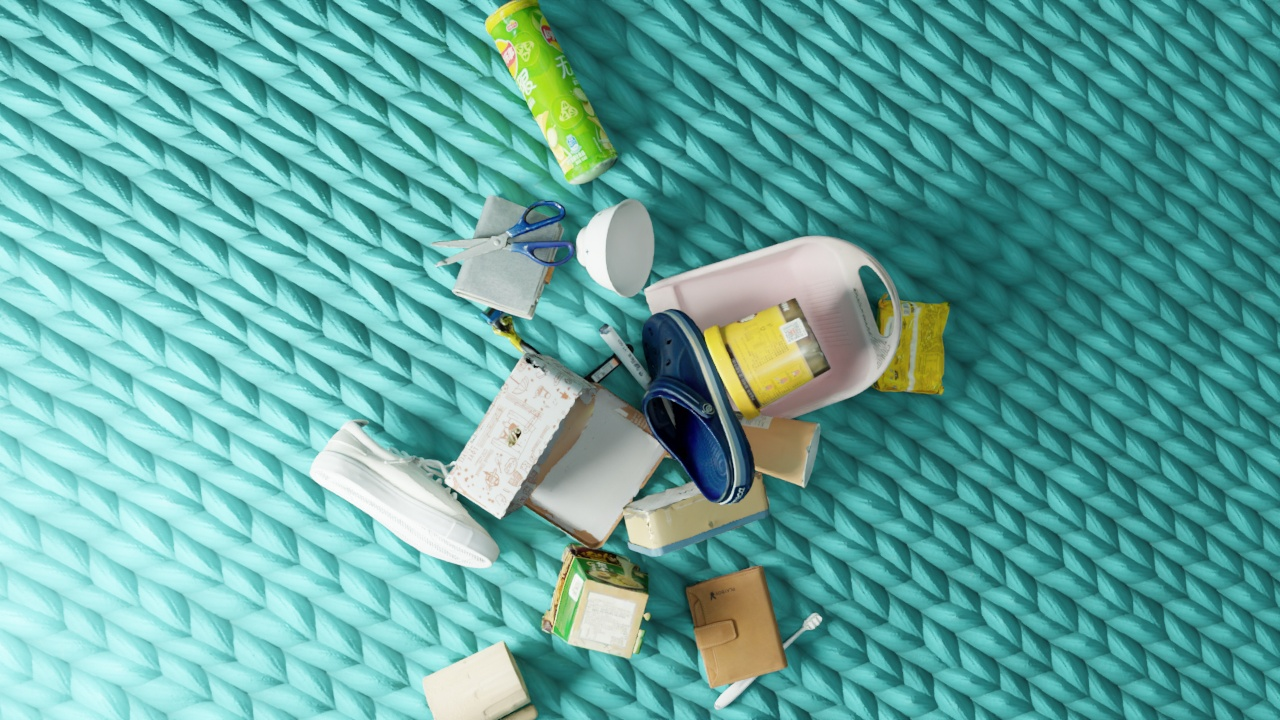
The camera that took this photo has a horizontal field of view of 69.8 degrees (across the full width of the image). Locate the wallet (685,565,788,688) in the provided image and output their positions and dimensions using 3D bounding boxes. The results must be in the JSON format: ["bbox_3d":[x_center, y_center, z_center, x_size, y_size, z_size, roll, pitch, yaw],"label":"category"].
[{"bbox_3d":[0.121,0.337,1.165,0.107,0.031,0.131,-13,85,-7],"label":"wallet"}]

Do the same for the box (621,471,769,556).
[{"bbox_3d":[0.062,0.184,1.113,0.184,0.090,0.059,-17,94,-22],"label":"box"}]

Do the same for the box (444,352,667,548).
[{"bbox_3d":[-0.088,0.113,1.059,0.226,0.156,0.180,35,91,-9],"label":"box"}]

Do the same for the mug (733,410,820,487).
[{"bbox_3d":[0.149,0.100,1.111,0.123,0.078,0.078,13,87,17],"label":"mug"}]

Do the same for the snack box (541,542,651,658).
[{"bbox_3d":[-0.048,0.296,1.102,0.117,0.106,0.118,16,86,-9],"label":"snack box"}]

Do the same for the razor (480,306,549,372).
[{"bbox_3d":[-0.138,-0.015,1.130,0.142,0.022,0.042,44,39,-10],"label":"razor"}]

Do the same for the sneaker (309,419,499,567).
[{"bbox_3d":[-0.263,0.156,1.083,0.242,0.090,0.090,37,53,-19],"label":"sneaker"}]

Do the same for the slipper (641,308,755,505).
[{"bbox_3d":[0.047,0.057,1.072,0.095,0.105,0.252,-5,57,-31],"label":"slipper"}]

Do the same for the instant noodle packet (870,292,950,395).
[{"bbox_3d":[0.351,-0.022,1.202,0.110,0.044,0.128,4,93,-16],"label":"instant noodle packet"}]

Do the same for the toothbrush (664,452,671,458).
[{"bbox_3d":[0.107,0.129,1.175,0.191,0.016,0.018,6,97,-10],"label":"toothbrush"}]

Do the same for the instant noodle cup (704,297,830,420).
[{"bbox_3d":[0.150,-0.007,1.071,0.114,0.118,0.118,-27,95,11],"label":"instant noodle cup"}]

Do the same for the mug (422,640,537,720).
[{"bbox_3d":[-0.188,0.409,1.099,0.103,0.084,0.125,-24,118,-10],"label":"mug"}]

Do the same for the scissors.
[{"bbox_3d":[-0.162,-0.151,1.095,0.171,0.012,0.140,19,76,-9],"label":"scissors"}]

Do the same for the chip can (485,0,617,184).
[{"bbox_3d":[-0.105,-0.321,1.109,0.072,0.072,0.221,-29,95,-9],"label":"chip can"}]

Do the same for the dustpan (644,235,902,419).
[{"bbox_3d":[0.166,-0.036,1.122,0.273,0.139,0.222,-23,95,-10],"label":"dustpan"}]

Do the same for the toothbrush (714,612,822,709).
[{"bbox_3d":[0.165,0.389,1.184,0.180,0.016,0.016,-39,89,-7],"label":"toothbrush"}]

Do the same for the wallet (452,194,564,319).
[{"bbox_3d":[-0.157,-0.124,1.117,0.106,0.037,0.129,20,75,-10],"label":"wallet"}]

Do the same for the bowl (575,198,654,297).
[{"bbox_3d":[-0.039,-0.138,1.117,0.065,0.118,0.118,8,88,29],"label":"bowl"}]

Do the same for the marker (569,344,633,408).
[{"bbox_3d":[-0.057,0.021,1.148,0.123,0.015,0.018,-40,98,-10],"label":"marker"}]

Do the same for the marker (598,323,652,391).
[{"bbox_3d":[-0.007,0.007,1.146,0.131,0.018,0.022,53,55,-14],"label":"marker"}]
